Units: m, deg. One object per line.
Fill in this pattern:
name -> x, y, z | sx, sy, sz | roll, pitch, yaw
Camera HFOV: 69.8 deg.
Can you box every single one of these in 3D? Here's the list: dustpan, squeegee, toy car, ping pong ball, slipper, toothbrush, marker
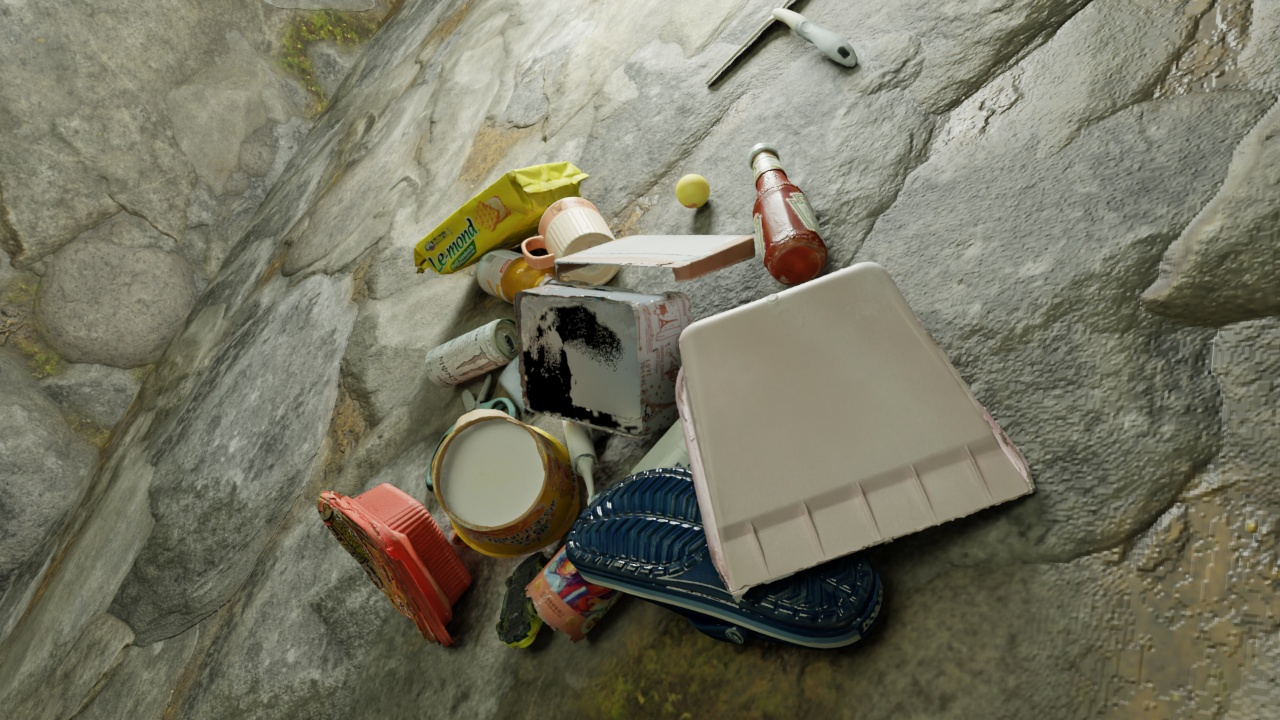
dustpan -> 0.141, 0.039, 0.723 | 0.222, 0.139, 0.273 | -17, 65, 4
squeegee -> 0.198, -0.406, 1.124 | 0.247, 0.039, 0.246 | -43, 34, 12
toy car -> -0.106, 0.229, 0.876 | 0.048, 0.032, 0.105 | -37, 24, 20
ping pong ball -> 0.062, -0.200, 1.083 | 0.040, 0.040, 0.040 | -30, 38, 27
slipper -> 0.064, 0.157, 0.700 | 0.253, 0.095, 0.104 | 8, 48, 34
toothbrush -> -0.059, 0.091, 0.927 | 0.026, 0.027, 0.221 | -34, 26, 5
marker -> -0.081, 0.119, 0.966 | 0.124, 0.015, 0.018 | -45, 36, 4

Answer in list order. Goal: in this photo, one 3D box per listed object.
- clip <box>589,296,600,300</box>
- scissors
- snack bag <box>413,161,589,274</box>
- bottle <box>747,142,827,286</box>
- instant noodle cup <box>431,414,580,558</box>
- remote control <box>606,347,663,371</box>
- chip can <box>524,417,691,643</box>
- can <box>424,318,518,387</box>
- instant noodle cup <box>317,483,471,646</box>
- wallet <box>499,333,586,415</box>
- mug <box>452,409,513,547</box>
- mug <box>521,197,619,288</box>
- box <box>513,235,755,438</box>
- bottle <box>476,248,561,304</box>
clip -> -0.057, -0.061, 1.112 | 0.039, 0.013, 0.055 | -33, 36, 23
scissors -> -0.218, 0.097, 1.144 | 0.181, 0.019, 0.170 | -51, 35, 2
snack bag -> -0.202, -0.198, 1.313 | 0.247, 0.068, 0.157 | -28, 1, 31
bottle -> 0.141, -0.158, 0.935 | 0.060, 0.060, 0.205 | -34, 37, 23
instant noodle cup -> -0.134, 0.117, 0.887 | 0.138, 0.110, 0.138 | -1, 73, 3
remote control -> -0.006, 0.006, 0.983 | 0.135, 0.019, 0.056 | -42, 35, 12
chip can -> -0.006, 0.145, 0.804 | 0.215, 0.071, 0.071 | -48, 33, 5
can -> -0.219, -0.009, 1.211 | 0.147, 0.058, 0.058 | -19, 44, 38
instant noodle cup -> -0.254, 0.205, 0.976 | 0.079, 0.164, 0.189 | -38, 28, -25
wallet -> -0.116, 0.002, 1.120 | 0.121, 0.019, 0.097 | -49, 35, 0
mug -> -0.180, 0.131, 1.025 | 0.103, 0.084, 0.125 | -95, 27, -48
mug -> -0.090, -0.144, 1.153 | 0.114, 0.082, 0.106 | -15, 36, -11
box -> -0.003, -0.029, 0.931 | 0.181, 0.158, 0.207 | 7, 23, 41
bottle -> -0.157, -0.106, 1.223 | 0.068, 0.068, 0.190 | -56, 34, -8
